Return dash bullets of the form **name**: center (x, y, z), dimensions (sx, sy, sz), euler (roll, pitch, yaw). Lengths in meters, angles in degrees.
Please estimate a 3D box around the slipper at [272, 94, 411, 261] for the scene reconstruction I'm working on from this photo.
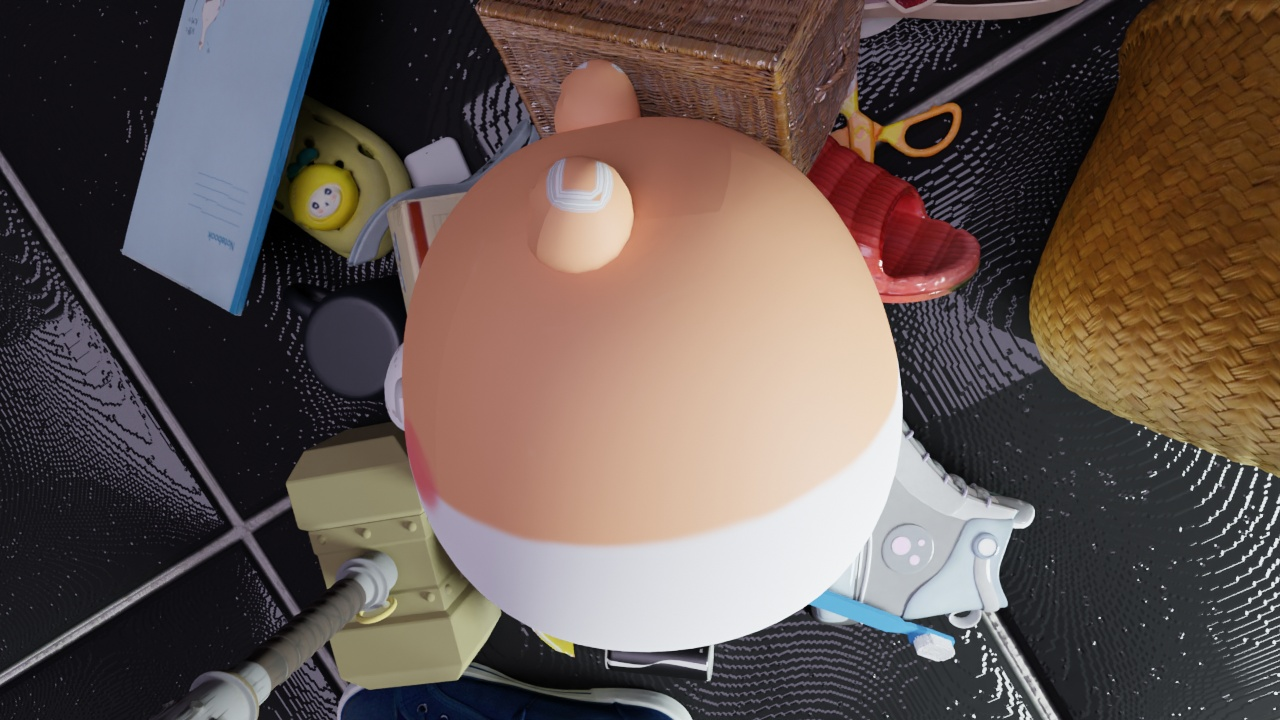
- **slipper**: center (-0.254, -0.149, 0.665), dimensions (0.190, 0.081, 0.092), euler (37, 103, 5)

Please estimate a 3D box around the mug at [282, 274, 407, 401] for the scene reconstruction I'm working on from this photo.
- **mug**: center (-0.204, -0.025, 0.670), dimensions (0.121, 0.094, 0.085), euler (27, 104, 5)

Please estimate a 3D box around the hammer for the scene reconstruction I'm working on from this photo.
- **hammer**: center (-0.207, 0.168, 0.588), dimensions (0.101, 0.324, 0.190), euler (-10, 98, 13)

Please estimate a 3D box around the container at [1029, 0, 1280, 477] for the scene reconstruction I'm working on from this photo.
- **container**: center (0.356, -0.039, 0.452), dimensions (0.307, 0.306, 0.197), euler (18, 100, 7)

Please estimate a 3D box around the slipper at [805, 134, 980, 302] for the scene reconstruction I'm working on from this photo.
- **slipper**: center (0.096, -0.110, 0.582), dimensions (0.249, 0.103, 0.059), euler (23, 135, 14)

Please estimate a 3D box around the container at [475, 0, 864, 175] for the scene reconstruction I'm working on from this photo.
- **container**: center (0.024, -0.184, 0.529), dimensions (0.199, 0.113, 0.113), euler (20, 68, 23)

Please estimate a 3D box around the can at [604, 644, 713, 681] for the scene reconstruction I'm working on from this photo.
- **can**: center (0.015, 0.227, 0.708), dimensions (0.080, 0.031, 0.031), euler (3, 101, 11)

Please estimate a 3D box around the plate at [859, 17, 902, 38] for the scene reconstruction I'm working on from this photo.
- **plate**: center (0.136, -0.262, 0.588), dimensions (0.104, 0.026, 0.104), euler (1, 96, 10)

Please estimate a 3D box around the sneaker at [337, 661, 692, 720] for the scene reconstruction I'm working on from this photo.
- **sneaker**: center (-0.110, 0.300, 0.701), dimensions (0.295, 0.127, 0.121), euler (3, 102, 13)

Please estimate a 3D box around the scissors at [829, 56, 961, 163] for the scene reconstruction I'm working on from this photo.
- **scissors**: center (0.149, -0.158, 0.618), dimensions (0.125, 0.011, 0.131), euler (-18, 95, 14)

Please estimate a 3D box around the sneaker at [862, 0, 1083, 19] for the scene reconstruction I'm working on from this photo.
- **sneaker**: center (0.132, -0.256, 0.515), dimensions (0.294, 0.116, 0.112), euler (12, 97, 10)

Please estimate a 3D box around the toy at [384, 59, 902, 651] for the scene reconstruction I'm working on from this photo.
- **toy**: center (-0.003, 0.003, 0.477), dimensions (0.266, 0.262, 0.281), euler (-7, 125, 7)

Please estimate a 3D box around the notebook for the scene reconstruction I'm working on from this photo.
- **notebook**: center (-0.294, -0.175, 0.644), dimensions (0.181, 0.009, 0.253), euler (21, 96, 35)

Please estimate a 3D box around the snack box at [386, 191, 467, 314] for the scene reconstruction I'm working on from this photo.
- **snack box**: center (-0.074, -0.014, 0.628), dimensions (0.153, 0.055, 0.207), euler (-13, 100, -24)

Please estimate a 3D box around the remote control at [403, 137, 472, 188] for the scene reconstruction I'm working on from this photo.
- **remote control**: center (-0.130, -0.092, 0.687), dimensions (0.045, 0.008, 0.146), euler (-21, 96, 15)

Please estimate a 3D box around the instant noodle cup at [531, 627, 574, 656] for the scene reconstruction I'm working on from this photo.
- **instant noodle cup**: center (-0.033, 0.140, 0.674), dimensions (0.112, 0.100, 0.100), euler (-30, 94, 7)

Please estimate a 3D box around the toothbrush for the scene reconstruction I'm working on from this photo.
- **toothbrush**: center (0.148, 0.168, 0.594), dimensions (0.166, 0.014, 0.016), euler (26, 125, -29)

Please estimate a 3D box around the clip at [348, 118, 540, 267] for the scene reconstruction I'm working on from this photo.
- **clip**: center (-0.104, -0.071, 0.657), dimensions (0.168, 0.031, 0.164), euler (-39, 113, -15)

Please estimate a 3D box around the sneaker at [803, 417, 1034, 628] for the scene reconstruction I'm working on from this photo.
- **sneaker**: center (0.185, 0.057, 0.620), dimensions (0.160, 0.093, 0.257), euler (1, 100, 2)
